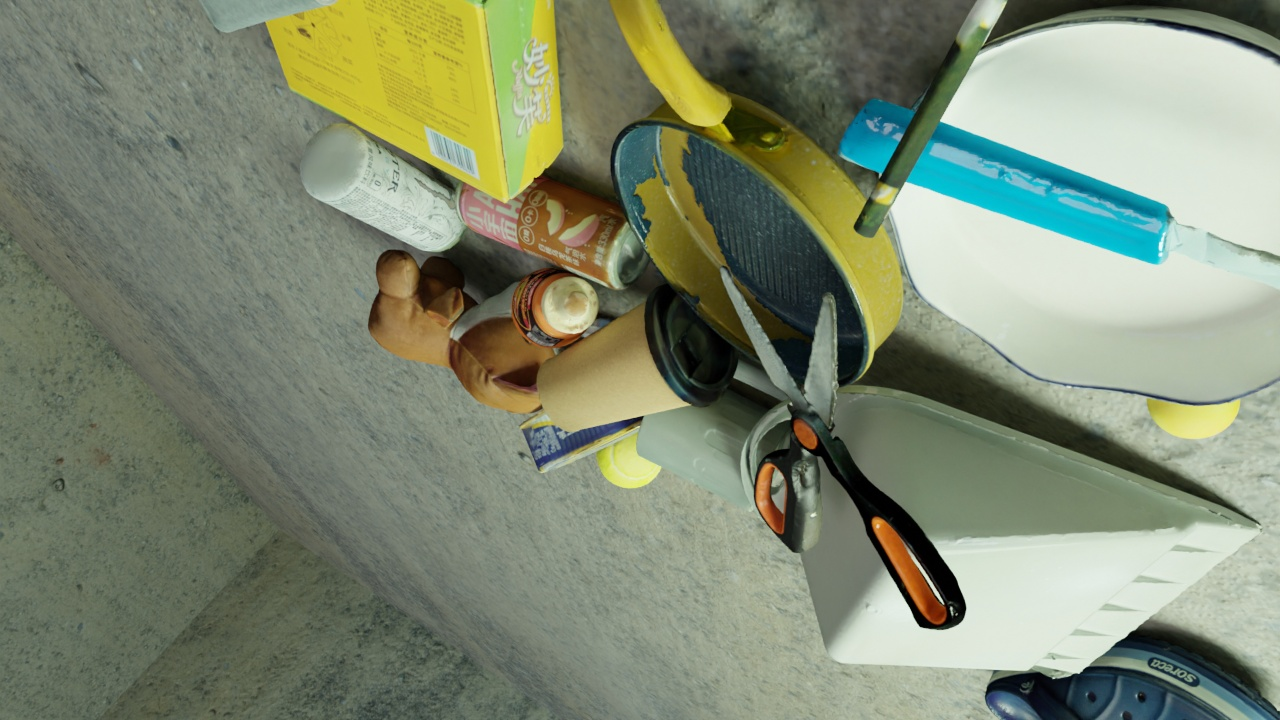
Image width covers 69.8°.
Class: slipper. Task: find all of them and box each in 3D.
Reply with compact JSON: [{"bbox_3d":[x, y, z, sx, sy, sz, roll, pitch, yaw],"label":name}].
[{"bbox_3d":[0.352,0.275,0.698,0.105,0.095,0.253,39,156,-7],"label":"slipper"}]

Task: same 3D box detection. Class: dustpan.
[{"bbox_3d":[0.206,0.109,0.624,0.257,0.142,0.223,1,140,-10],"label":"dustpan"}]

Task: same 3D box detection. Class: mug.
[{"bbox_3d":[0.065,0.047,0.727,0.103,0.083,0.124,27,125,19],"label":"mug"}]

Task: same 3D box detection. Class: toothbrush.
[{"bbox_3d":[0.128,-0.130,0.363,0.017,0.012,0.186,37,126,19],"label":"toothbrush"}]

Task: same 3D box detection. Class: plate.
[{"bbox_3d":[0.212,-0.065,0.409,0.205,0.045,0.205,28,151,18],"label":"plate"}]

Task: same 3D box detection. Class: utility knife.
[{"bbox_3d":[0.185,-0.061,0.376,0.223,0.018,0.034,28,149,24],"label":"utility knife"}]

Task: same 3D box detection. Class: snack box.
[{"bbox_3d":[-0.153,-0.216,0.593,0.210,0.069,0.158,30,150,18],"label":"snack box"}]

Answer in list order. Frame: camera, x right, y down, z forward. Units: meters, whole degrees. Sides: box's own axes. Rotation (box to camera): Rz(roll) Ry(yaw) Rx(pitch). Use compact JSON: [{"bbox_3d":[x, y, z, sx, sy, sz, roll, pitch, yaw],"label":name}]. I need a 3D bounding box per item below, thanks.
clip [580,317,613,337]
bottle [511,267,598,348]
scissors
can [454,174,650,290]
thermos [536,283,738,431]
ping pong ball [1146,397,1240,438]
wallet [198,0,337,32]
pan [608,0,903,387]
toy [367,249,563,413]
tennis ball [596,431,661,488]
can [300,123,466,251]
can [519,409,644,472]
[{"bbox_3d":[-0.043,-0.029,0.787,0.058,0.036,0.025,20,110,37],"label":"clip"},{"bbox_3d":[-0.062,-0.042,0.707,0.067,0.066,0.149,45,172,-11],"label":"bottle"},{"bbox_3d":[0.105,0.055,0.509,0.232,0.021,0.221,52,157,18],"label":"scissors"},{"bbox_3d":[-0.063,-0.101,0.669,0.147,0.057,0.058,24,149,25],"label":"can"},{"bbox_3d":[-0.004,0.004,0.677,0.144,0.092,0.093,-22,118,34],"label":"thermos"},{"bbox_3d":[0.277,0.019,0.461,0.040,0.040,0.040,29,151,18],"label":"ping pong ball"},{"bbox_3d":[-0.246,-0.250,0.540,0.130,0.036,0.106,9,140,41],"label":"wallet"},{"bbox_3d":[0.038,-0.098,0.469,0.198,0.078,0.358,36,161,29],"label":"pan"},{"bbox_3d":[-0.141,-0.025,0.825,0.199,0.130,0.140,38,-168,11],"label":"toy"},{"bbox_3d":[-0.010,0.089,0.878,0.065,0.065,0.066,29,151,18],"label":"tennis ball"},{"bbox_3d":[-0.195,-0.130,0.715,0.058,0.058,0.146,26,180,22],"label":"can"},{"bbox_3d":[-0.043,0.053,0.815,0.148,0.074,0.049,-28,82,34],"label":"can"}]
